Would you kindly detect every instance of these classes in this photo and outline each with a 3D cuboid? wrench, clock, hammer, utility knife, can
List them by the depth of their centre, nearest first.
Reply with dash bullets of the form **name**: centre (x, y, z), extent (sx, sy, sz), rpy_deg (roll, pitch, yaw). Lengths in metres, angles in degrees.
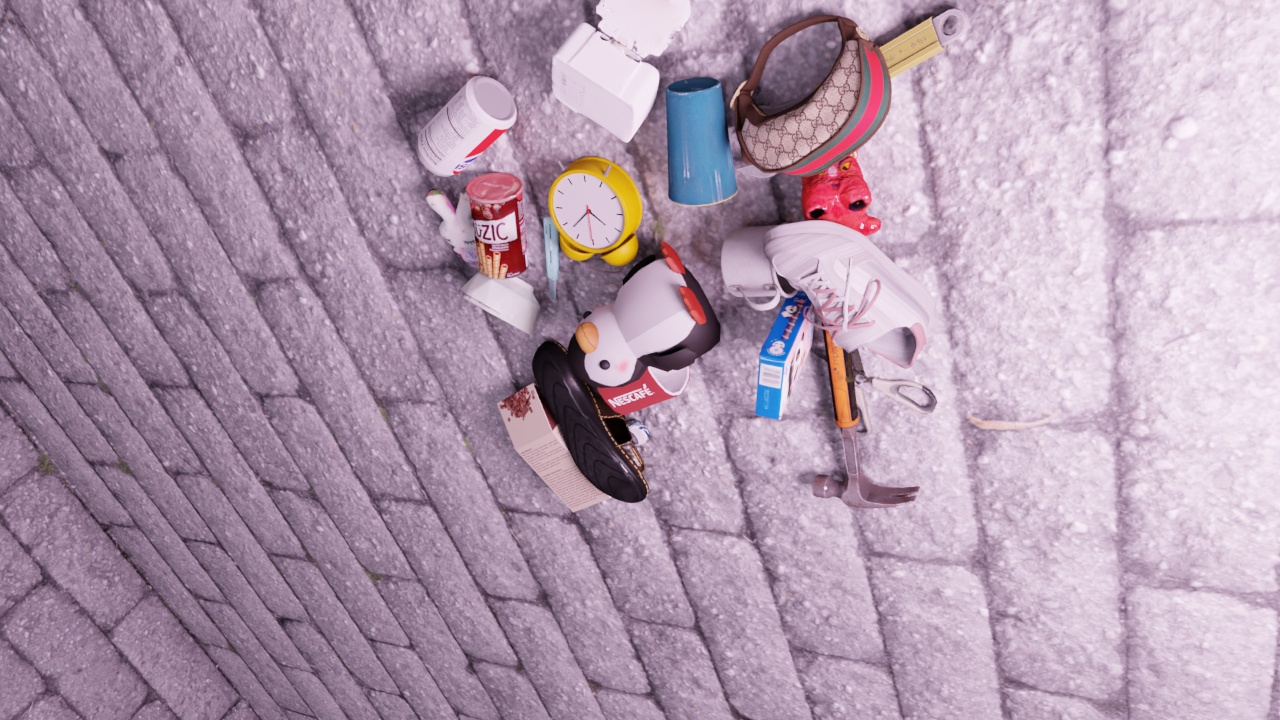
- **wrench**: centre (0.199, -0.265, 0.914), extent (0.274, 0.018, 0.083), rpy_deg (-22, 91, 40)
- **can**: centre (-0.214, -0.284, 1.120), extent (0.132, 0.070, 0.070), rpy_deg (-28, 109, 42)
- **hammer**: centre (0.264, 0.058, 1.125), extent (0.138, 0.034, 0.315), rpy_deg (7, 128, 31)
- **clock**: centre (-0.056, -0.176, 1.130), extent (0.114, 0.051, 0.152), rpy_deg (10, 126, 24)
- **utility knife**: centre (-0.117, -0.136, 1.227), extent (0.022, 0.015, 0.141), rpy_deg (18, 136, 15)

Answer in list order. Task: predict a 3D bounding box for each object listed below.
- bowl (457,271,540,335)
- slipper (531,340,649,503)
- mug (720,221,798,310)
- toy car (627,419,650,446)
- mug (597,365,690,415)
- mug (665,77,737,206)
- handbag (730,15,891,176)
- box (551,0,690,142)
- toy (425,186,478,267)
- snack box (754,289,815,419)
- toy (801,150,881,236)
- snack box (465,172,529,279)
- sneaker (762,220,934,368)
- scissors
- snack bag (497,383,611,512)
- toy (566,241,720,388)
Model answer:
- **bowl**: centre (-0.185, -0.088, 1.256), extent (0.117, 0.061, 0.117), rpy_deg (29, 180, 0)
- **slipper**: centre (-0.064, 0.085, 1.331), extent (0.113, 0.075, 0.268), rpy_deg (-35, 85, 49)
- **mug**: centre (0.134, -0.101, 1.035), extent (0.071, 0.113, 0.084), rpy_deg (1, 142, 33)
- **toy car**: centre (-0.026, 0.115, 1.369), extent (0.090, 0.027, 0.039), rpy_deg (-19, 112, 40)
- **mug**: centre (-0.007, 0.007, 1.229), extent (0.097, 0.080, 0.116), rpy_deg (-22, 114, 41)
- **mug**: centre (0.063, -0.238, 0.994), extent (0.078, 0.077, 0.121), rpy_deg (8, 124, 25)
- **handbag**: centre (0.160, -0.259, 0.905), extent (0.167, 0.063, 0.138), rpy_deg (-30, 69, 43)
- **box**: centre (-0.017, -0.335, 0.969), extent (0.107, 0.132, 0.152), rpy_deg (32, 167, 2)
- **toy**: centre (-0.242, -0.180, 1.246), extent (0.079, 0.037, 0.123), rpy_deg (0, 128, 22)
- **snack box**: centre (0.169, -0.013, 1.057), extent (0.033, 0.153, 0.088), rpy_deg (14, 132, 17)
- **toy**: centre (0.207, -0.169, 0.986), extent (0.088, 0.094, 0.133), rpy_deg (-8, 153, -1)
- **snack box**: centre (-0.184, -0.173, 1.193), extent (0.072, 0.072, 0.121), rpy_deg (16, 133, 19)
- **sneaker**: centre (0.222, -0.061, 0.971), extent (0.236, 0.089, 0.100), rpy_deg (26, 147, -26)
- **scissors**: centre (0.280, 0.035, 1.132), extent (0.171, 0.012, 0.158), rpy_deg (22, 132, 15)
- **snack bag**: centre (-0.125, 0.126, 1.407), extent (0.095, 0.069, 0.206), rpy_deg (-27, 109, 42)
- **toy**: centre (0.000, -0.031, 1.129), extent (0.184, 0.159, 0.140), rpy_deg (-31, 145, 15)
